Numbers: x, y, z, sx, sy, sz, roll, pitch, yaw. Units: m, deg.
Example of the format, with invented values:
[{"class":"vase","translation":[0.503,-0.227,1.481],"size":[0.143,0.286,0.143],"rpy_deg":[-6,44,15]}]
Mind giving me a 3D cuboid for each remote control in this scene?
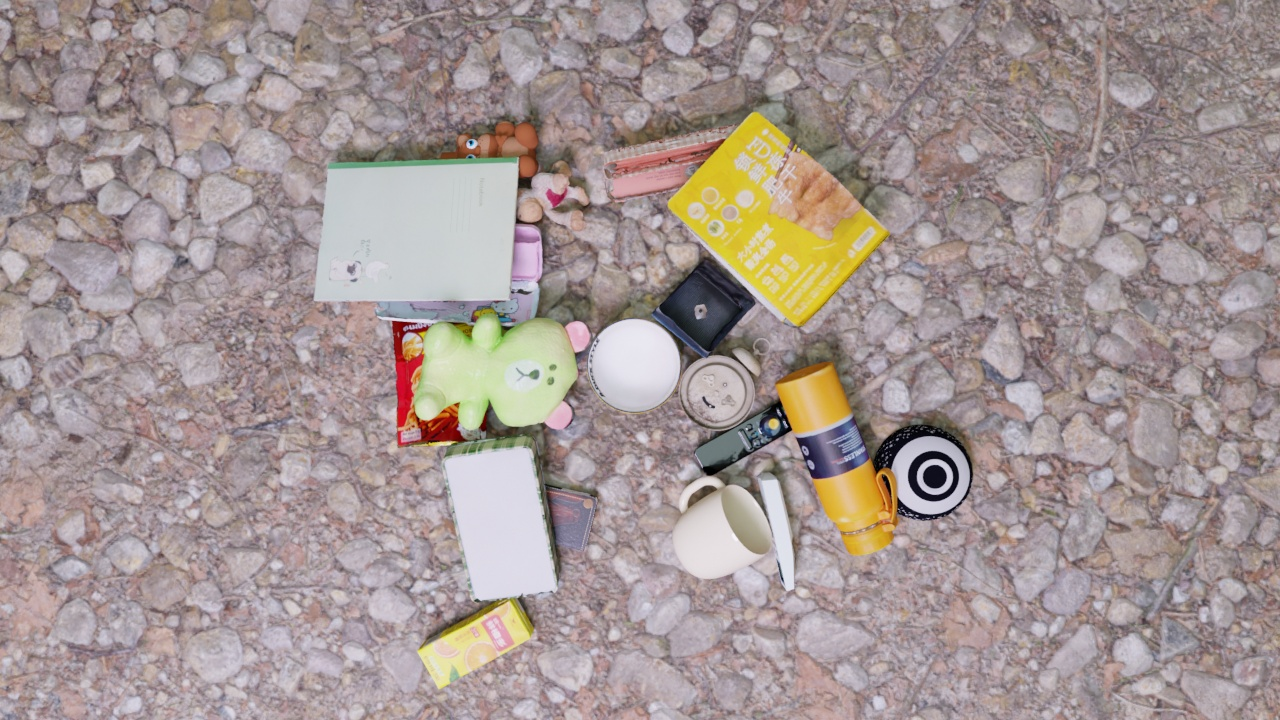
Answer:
[{"class":"remote control","translation":[0.141,0.094,1.163],"size":[0.152,0.020,0.041],"rpy_deg":[-29,93,0]},{"class":"remote control","translation":[0.174,0.209,1.144],"size":[0.024,0.049,0.143],"rpy_deg":[-13,88,0]}]

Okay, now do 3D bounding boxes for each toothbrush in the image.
[{"class":"toothbrush","translation":[-0.097,0.013,1.178],"size":[0.167,0.013,0.013],"rpy_deg":[-43,88,3]}]

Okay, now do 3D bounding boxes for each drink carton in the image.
[{"class":"drink carton","translation":[-0.206,0.352,1.158],"size":[0.134,0.043,0.058],"rpy_deg":[-29,91,2]}]

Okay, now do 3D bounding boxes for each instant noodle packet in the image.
[{"class":"instant noodle packet","translation":[0.164,-0.172,1.124],"size":[0.221,0.084,0.163],"rpy_deg":[43,92,-5]}]

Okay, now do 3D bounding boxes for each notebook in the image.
[{"class":"notebook","translation":[-0.276,-0.161,1.129],"size":[0.253,0.010,0.181],"rpy_deg":[1,80,10]}]

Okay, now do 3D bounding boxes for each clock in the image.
[{"class":"clock","translation":[0.109,0.025,1.149],"size":[0.093,0.054,0.141],"rpy_deg":[45,98,1]}]

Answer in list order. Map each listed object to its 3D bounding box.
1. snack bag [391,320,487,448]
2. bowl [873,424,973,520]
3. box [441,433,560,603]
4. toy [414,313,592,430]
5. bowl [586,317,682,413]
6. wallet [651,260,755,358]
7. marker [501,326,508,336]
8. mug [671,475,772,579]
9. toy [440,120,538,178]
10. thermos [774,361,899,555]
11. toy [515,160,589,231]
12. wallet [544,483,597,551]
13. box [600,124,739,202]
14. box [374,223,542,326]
[{"class":"snack bag","translation":[-0.254,0.007,1.172],"size":[0.139,0.066,0.207],"rpy_deg":[-2,79,7]},{"class":"bowl","translation":[0.353,0.140,1.131],"size":[0.120,0.066,0.120],"rpy_deg":[0,89,2]},{"class":"box","translation":[-0.168,0.195,1.126],"size":[0.117,0.051,0.206],"rpy_deg":[-10,108,1]},{"class":"toy","translation":[-0.169,0.013,1.103],"size":[0.196,0.107,0.150],"rpy_deg":[7,96,-26]},{"class":"bowl","translation":[-0.007,0.007,1.146],"size":[0.117,0.067,0.117],"rpy_deg":[0,89,2]},{"class":"wallet","translation":[0.078,-0.064,1.141],"size":[0.089,0.026,0.114],"rpy_deg":[41,55,5]},{"class":"marker","translation":[-0.149,-0.025,1.160],"size":[0.123,0.018,0.021],"rpy_deg":[16,44,-16]},{"class":"mug","translation":[0.087,0.205,1.123],"size":[0.100,0.096,0.120],"rpy_deg":[-36,73,29]},{"class":"toy","translation":[-0.191,-0.261,1.162],"size":[0.128,0.065,0.095],"rpy_deg":[0,80,7]},{"class":"thermos","translation":[0.245,0.121,1.119],"size":[0.076,0.092,0.232],"rpy_deg":[-23,93,-28]},{"class":"toy","translation":[-0.123,-0.205,1.150],"size":[0.106,0.085,0.074],"rpy_deg":[-7,53,18]},{"class":"wallet","translation":[-0.121,0.194,1.169],"size":[0.123,0.019,0.072],"rpy_deg":[14,90,2]},{"class":"box","translation":[0.043,-0.247,1.157],"size":[0.187,0.083,0.041],"rpy_deg":[-12,58,3]},{"class":"box","translation":[-0.225,-0.108,1.159],"size":[0.201,0.077,0.146],"rpy_deg":[3,85,2]}]
